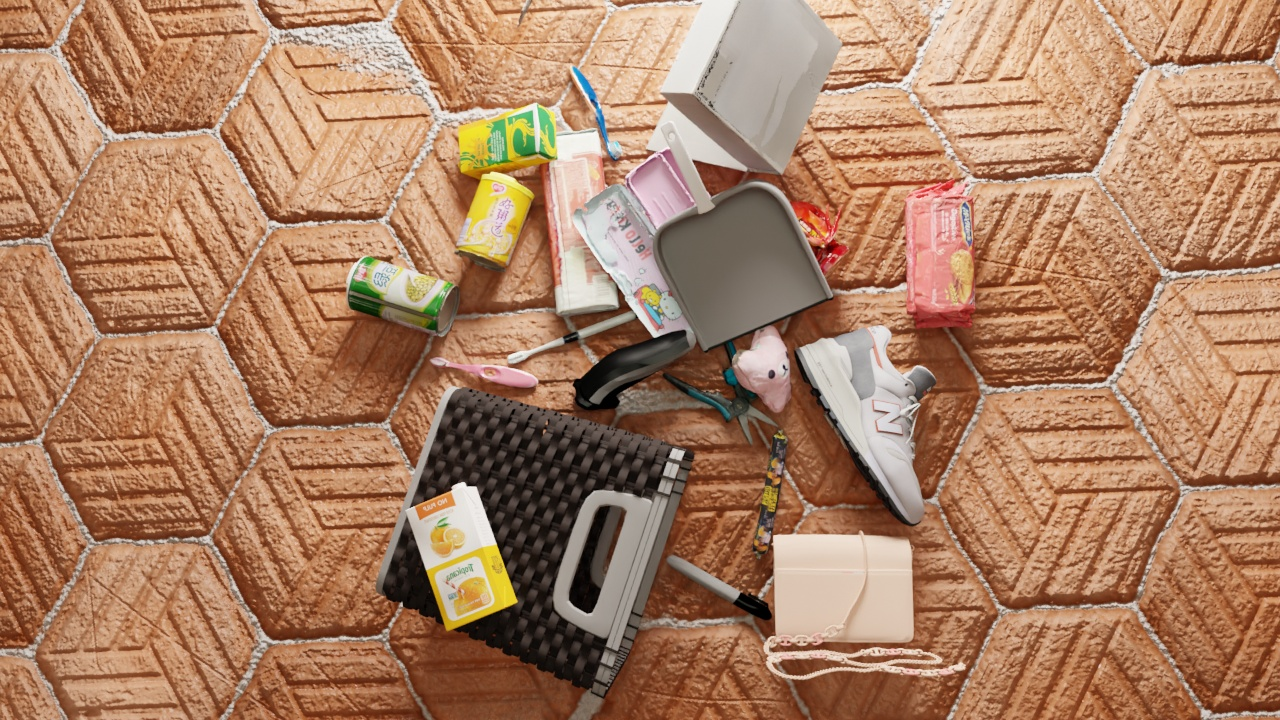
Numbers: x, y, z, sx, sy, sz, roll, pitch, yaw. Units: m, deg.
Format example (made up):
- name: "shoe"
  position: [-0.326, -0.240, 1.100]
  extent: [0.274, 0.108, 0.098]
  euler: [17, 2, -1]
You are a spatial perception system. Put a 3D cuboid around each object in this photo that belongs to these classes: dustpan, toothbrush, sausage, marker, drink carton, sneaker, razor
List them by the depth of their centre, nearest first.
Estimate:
- name: "drink carton"
  position: [-0.166, 0.178, 0.848]
  extent: [0.058, 0.040, 0.122]
  euler: [-23, 79, 5]
- name: "dustpan"
  position: [0.088, -0.147, 1.024]
  extent: [0.163, 0.033, 0.257]
  euler: [-23, 103, 19]
- name: "sneaker"
  position: [0.286, 0.060, 1.049]
  extent: [0.124, 0.089, 0.239]
  euler: [-32, 80, 2]
- name: "razor"
  position: [-0.006, 0.006, 1.074]
  extent: [0.156, 0.057, 0.060]
  euler: [-35, 122, 15]
- name: "marker"
  position: [0.093, 0.264, 1.076]
  extent: [0.138, 0.016, 0.022]
  euler: [30, 55, 6]
- name: "sausage"
  position: [0.153, 0.157, 1.080]
  extent: [0.020, 0.020, 0.155]
  euler: [11, 85, 4]
- name: "drink carton"
  position: [-0.163, -0.262, 1.106]
  extent: [0.123, 0.041, 0.058]
  euler: [-8, 83, 27]
- name: "toothbrush"
  position: [-0.074, -0.031, 1.111]
  extent: [0.187, 0.017, 0.012]
  euler: [-20, 104, 0]
- name: "toothbrush"
  position: [-0.190, 0.013, 1.113]
  extent: [0.135, 0.016, 0.021]
  euler: [11, 85, 4]
- name: "toothbrush"
  position: [-0.055, -0.310, 1.138]
  extent: [0.017, 0.021, 0.135]
  euler: [-30, 82, 40]

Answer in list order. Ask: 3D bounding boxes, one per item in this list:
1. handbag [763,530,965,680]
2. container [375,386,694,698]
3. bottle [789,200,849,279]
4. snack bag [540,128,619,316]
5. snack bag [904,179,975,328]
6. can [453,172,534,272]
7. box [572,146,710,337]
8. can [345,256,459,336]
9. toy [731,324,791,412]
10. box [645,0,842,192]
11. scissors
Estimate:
- name: "handbag"
  position: [0.232, 0.254, 0.981]
  extent: [0.199, 0.187, 0.116]
  euler: [0, 91, 7]
- name: "container"
  position: [-0.100, 0.176, 0.981]
  extent: [0.244, 0.245, 0.247]
  euler: [18, 85, 8]
- name: "bottle"
  position: [0.184, -0.142, 1.071]
  extent: [0.111, 0.099, 0.099]
  euler: [42, 87, 9]
- name: "snack bag"
  position: [-0.076, -0.167, 1.115]
  extent: [0.077, 0.041, 0.225]
  euler: [-7, 82, 1]
- name: "snack bag"
  position: [0.348, -0.124, 1.071]
  extent: [0.082, 0.082, 0.176]
  euler: [1, 83, 3]
- name: "can"
  position: [-0.176, -0.166, 1.105]
  extent: [0.067, 0.067, 0.105]
  euler: [19, 85, 4]
- name: "box"
  position: [0.033, -0.133, 1.089]
  extent: [0.154, 0.041, 0.201]
  euler: [-34, 96, 7]
- name: "can"
  position: [-0.285, -0.077, 1.101]
  extent: [0.121, 0.067, 0.067]
  euler: [17, 85, 4]
- name: "toy"
  position: [0.149, 0.015, 1.073]
  extent: [0.053, 0.098, 0.096]
  euler: [-17, 108, 40]
- name: "box"
  position: [0.110, -0.304, 1.121]
  extent: [0.165, 0.446, 0.167]
  euler: [26, 86, -2]
- name: "scissors"
  position: [0.092, 0.035, 1.096]
  extent: [0.118, 0.019, 0.148]
  euler: [-15, 85, 1]
